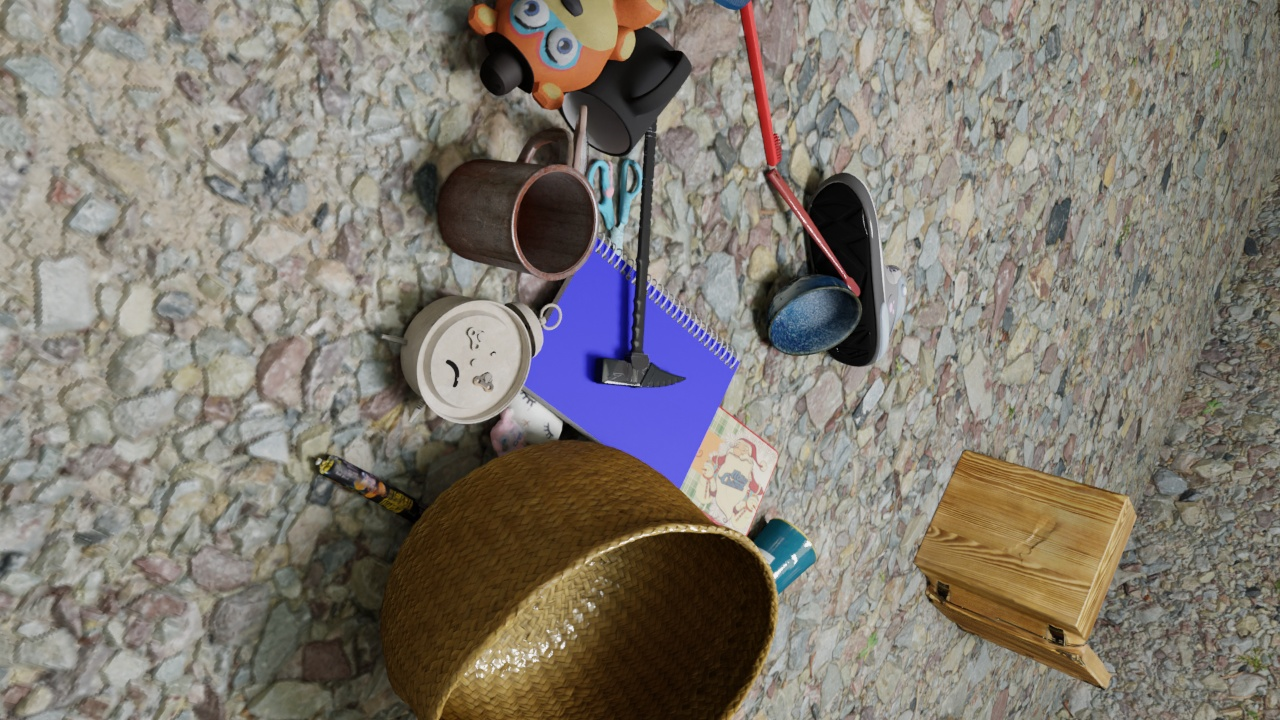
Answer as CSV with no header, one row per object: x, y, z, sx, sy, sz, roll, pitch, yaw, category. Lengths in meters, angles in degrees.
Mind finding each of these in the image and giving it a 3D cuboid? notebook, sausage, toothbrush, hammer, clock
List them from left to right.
-0.211,0.114,0.767,0.155,0.020,0.020,44,70,-44,sausage
-0.134,-0.013,0.779,0.156,0.061,0.103,-27,121,-30,clock
-0.005,0.005,0.886,0.209,0.022,0.171,39,65,-27,notebook
0.010,-0.135,0.875,0.094,0.015,0.324,6,86,-34,hammer
0.130,-0.313,0.996,0.017,0.012,0.213,-38,127,-32,toothbrush
0.203,-0.147,1.079,0.190,0.017,0.016,50,55,-20,toothbrush

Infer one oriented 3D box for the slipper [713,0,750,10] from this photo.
0.015,-0.409,0.813,0.294,0.060,0.118,19,92,-49,slipper

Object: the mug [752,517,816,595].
0.156,0.268,1.163,0.121,0.078,0.078,-39,128,-26,mug

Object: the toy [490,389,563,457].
-0.094,0.044,0.853,0.122,0.038,0.079,-47,129,-32,toy

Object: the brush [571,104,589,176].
-0.048,-0.181,0.773,0.015,0.136,0.050,3,83,-7,brush

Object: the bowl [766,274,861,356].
0.201,-0.065,1.102,0.114,0.060,0.115,-8,140,-7,bowl

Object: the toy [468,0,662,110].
-0.064,-0.274,0.745,0.112,0.096,0.175,45,76,-14,toy

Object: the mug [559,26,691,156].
-0.005,-0.238,0.802,0.078,0.114,0.087,48,67,-33,mug

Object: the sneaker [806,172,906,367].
0.290,-0.130,1.176,0.160,0.093,0.257,-37,126,-44,sneaker

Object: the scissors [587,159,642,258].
-0.018,-0.133,0.902,0.075,0.015,0.142,-31,129,-37,scissors

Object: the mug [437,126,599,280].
-0.096,-0.132,0.747,0.096,0.110,0.123,25,83,-52,mug

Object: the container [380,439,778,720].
-0.060,0.219,0.793,0.306,0.196,0.307,-16,123,-26,container

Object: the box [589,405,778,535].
0.050,0.095,0.958,0.205,0.051,0.117,39,61,-25,box

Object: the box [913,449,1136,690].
0.680,0.381,1.598,0.285,0.280,0.336,-59,137,-15,box
